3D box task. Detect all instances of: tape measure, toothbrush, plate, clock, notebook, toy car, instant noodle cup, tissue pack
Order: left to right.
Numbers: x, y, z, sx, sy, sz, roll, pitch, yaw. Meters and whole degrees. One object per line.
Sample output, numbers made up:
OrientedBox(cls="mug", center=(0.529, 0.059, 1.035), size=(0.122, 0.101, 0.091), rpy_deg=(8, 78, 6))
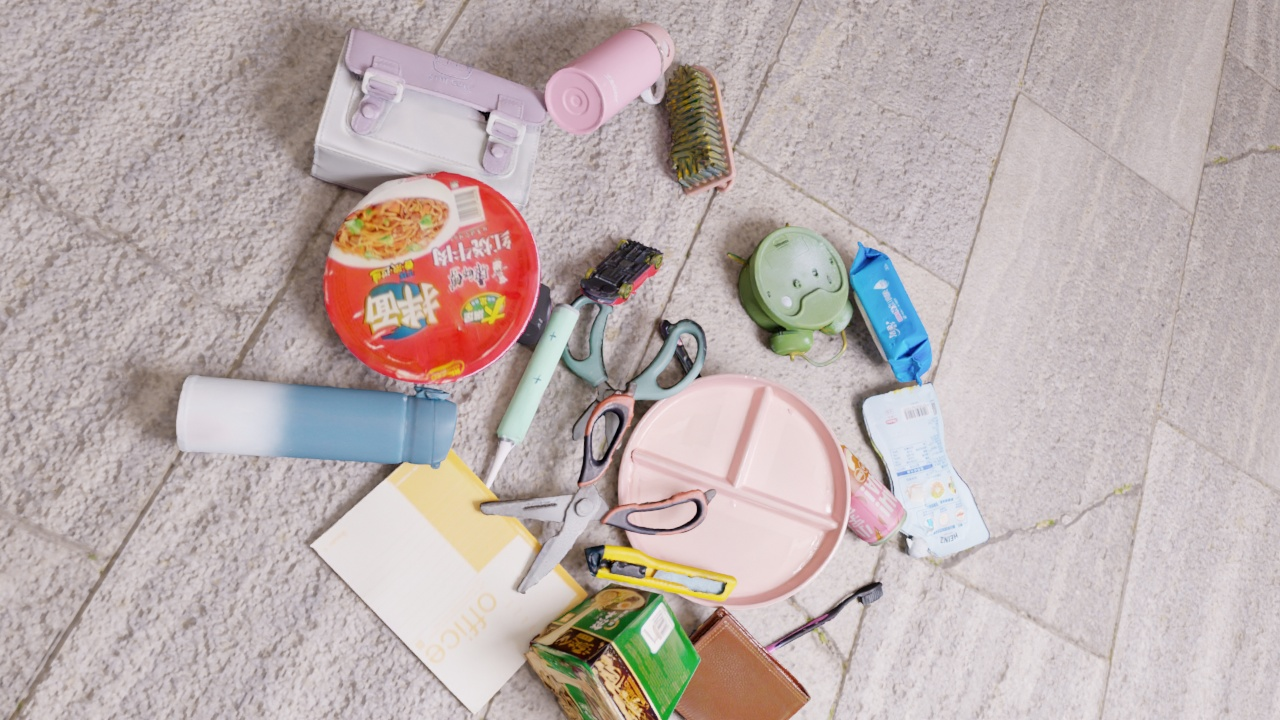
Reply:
OrientedBox(cls="instant noodle cup", center=(-0.181, -0.070, 0.831), size=(0.194, 0.066, 0.193), rpy_deg=(-1, 82, 4))
OrientedBox(cls="notebook", center=(-0.166, 0.188, 0.817), size=(0.145, 0.010, 0.206), rpy_deg=(-43, 95, -19))
OrientedBox(cls="toothbrush", center=(-0.112, 0.046, 0.872), size=(0.027, 0.026, 0.224), rpy_deg=(28, 73, -15))
OrientedBox(cls="tape measure", center=(-0.108, -0.044, 0.883), size=(0.039, 0.058, 0.057), rpy_deg=(21, 66, -22))
OrientedBox(cls="toy car", center=(-0.019, -0.087, 0.929), size=(0.049, 0.031, 0.106), rpy_deg=(23, 43, 20))
OrientedBox(cls="plate", center=(0.091, 0.127, 0.904), size=(0.229, 0.028, 0.229), rpy_deg=(1, 81, -5))
OrientedBox(cls="clock", center=(0.172, -0.069, 1.004), size=(0.116, 0.056, 0.161), rpy_deg=(-29, 88, -25))
OrientedBox(cls="toothbrush", center=(0.179, 0.273, 0.941), size=(0.188, 0.014, 0.018), rpy_deg=(-21, 97, -25))
OrientedBox(cls="tissue pack", center=(0.273, -0.050, 1.010), size=(0.052, 0.095, 0.157), rpy_deg=(-24, 65, 13))

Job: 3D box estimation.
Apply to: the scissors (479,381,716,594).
OrientedBox(cls="scissors", center=(-0.035, 0.129, 0.852), size=(0.189, 0.015, 0.222), rpy_deg=(34, 77, -10))

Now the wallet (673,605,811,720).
OrientedBox(cls="wallet", center=(0.084, 0.310, 0.866), size=(0.101, 0.032, 0.124), rpy_deg=(-45, 94, 3))

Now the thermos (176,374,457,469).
OrientedBox(cls="thermos", center=(-0.268, 0.051, 0.777), size=(0.220, 0.070, 0.070), rpy_deg=(5, 74, -14))

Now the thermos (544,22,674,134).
OrientedBox(cls="thermos", center=(-0.022, -0.287, 0.948), size=(0.198, 0.067, 0.087), rpy_deg=(-53, 133, -51))

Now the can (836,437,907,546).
OrientedBox(cls="can", center=(0.211, 0.126, 0.967), size=(0.147, 0.058, 0.057), rpy_deg=(45, 65, -6))

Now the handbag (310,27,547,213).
OrientedBox(cls="handbag", center=(-0.197, -0.223, 0.878), size=(0.197, 0.099, 0.144), rpy_deg=(14, 66, -19))

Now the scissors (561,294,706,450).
OrientedBox(cls="scissors", center=(-0.003, 0.006, 0.903), size=(0.178, 0.019, 0.172), rpy_deg=(-5, 69, -2))

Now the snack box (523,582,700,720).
OrientedBox(cls="snack box", center=(-0.017, 0.261, 0.803), size=(0.105, 0.118, 0.118), rpy_deg=(-41, 111, -31))

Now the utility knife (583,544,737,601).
OrientedBox(cls="utility knife", center=(0.020, 0.197, 0.849), size=(0.154, 0.015, 0.033), rpy_deg=(15, 92, -16))

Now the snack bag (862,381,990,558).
OrientedBox(cls="snack bag", center=(0.315, 0.123, 1.022), size=(0.110, 0.039, 0.191), rpy_deg=(-11, 82, -29))

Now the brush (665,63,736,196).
OrientedBox(cls="brush", center=(0.068, -0.258, 1.013), size=(0.073, 0.063, 0.145), rpy_deg=(9, 68, -50))

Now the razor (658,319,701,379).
OrientedBox(cls="razor", center=(0.057, 0.020, 0.953), size=(0.042, 0.022, 0.142), rpy_deg=(-24, 86, -28))
